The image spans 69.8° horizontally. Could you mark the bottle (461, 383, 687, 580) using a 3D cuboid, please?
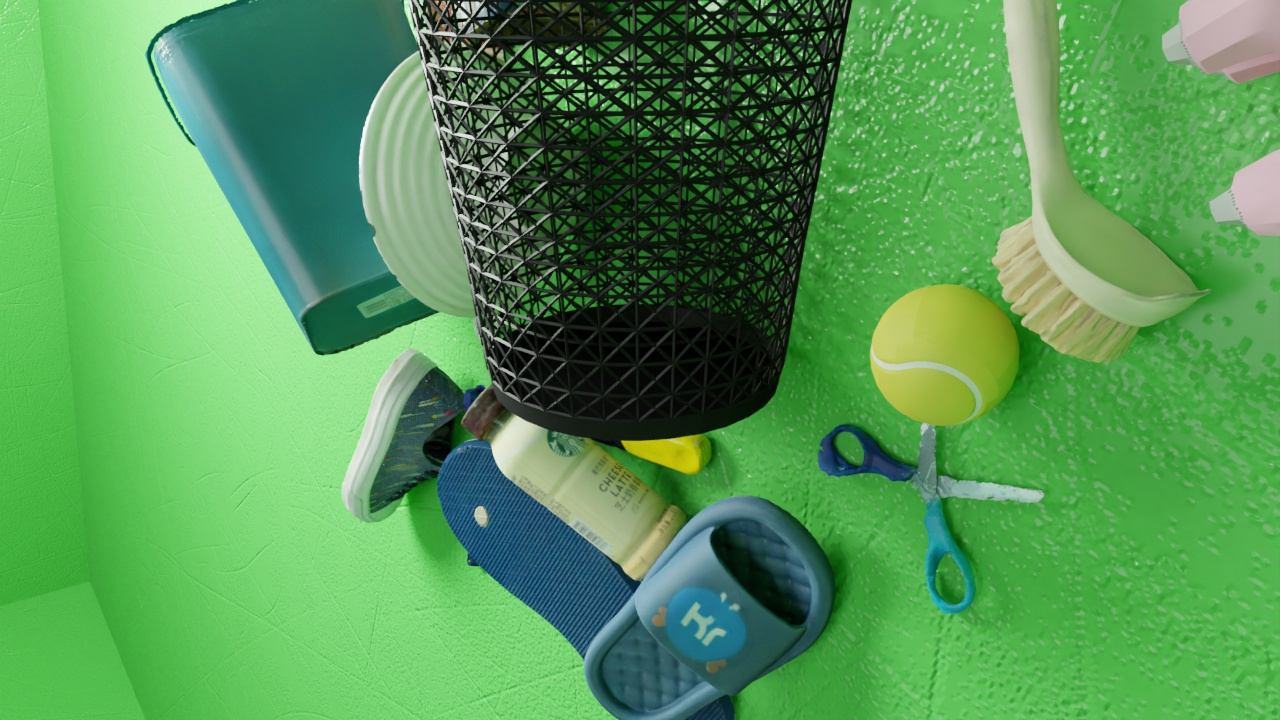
[{"bbox_3d":[-0.047,0.078,0.621,0.162,0.056,0.057,39,132,2],"label":"bottle"}]

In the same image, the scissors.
[{"bbox_3d":[0.144,0.067,0.477,0.133,0.014,0.127,13,109,49],"label":"scissors"}]

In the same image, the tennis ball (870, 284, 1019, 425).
[{"bbox_3d":[0.140,-0.002,0.424,0.065,0.065,0.065,16,111,47],"label":"tennis ball"}]

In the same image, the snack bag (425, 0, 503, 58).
[{"bbox_3d":[-0.132,-0.279,0.698,0.077,0.036,0.116,32,123,42],"label":"snack bag"}]

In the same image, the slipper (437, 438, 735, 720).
[{"bbox_3d":[-0.036,0.161,0.683,0.295,0.060,0.118,44,126,17],"label":"slipper"}]

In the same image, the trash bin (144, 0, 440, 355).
[{"bbox_3d":[-0.233,-0.141,0.722,0.218,0.196,0.199,64,163,6],"label":"trash bin"}]

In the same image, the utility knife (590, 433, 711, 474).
[{"bbox_3d":[-0.030,0.042,0.635,0.174,0.020,0.029,15,123,28],"label":"utility knife"}]

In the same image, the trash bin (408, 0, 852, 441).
[{"bbox_3d":[-0.004,-0.104,0.471,0.217,0.216,0.243,24,124,44],"label":"trash bin"}]

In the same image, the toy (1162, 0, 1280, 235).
[{"bbox_3d":[0.254,-0.090,0.269,0.158,0.067,0.123,-16,85,46],"label":"toy"}]

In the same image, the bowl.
[{"bbox_3d":[-0.084,-0.114,0.585,0.071,0.176,0.177,6,104,37],"label":"bowl"}]

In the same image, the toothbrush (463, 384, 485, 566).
[{"bbox_3d":[-0.150,0.107,0.824,0.016,0.017,0.190,36,129,45],"label":"toothbrush"}]

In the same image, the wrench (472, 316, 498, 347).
[{"bbox_3d":[-0.103,0.086,0.778,0.047,0.009,0.273,-15,88,50],"label":"wrench"}]

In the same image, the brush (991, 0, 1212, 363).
[{"bbox_3d":[0.165,-0.133,0.377,0.078,0.061,0.272,-15,84,46],"label":"brush"}]

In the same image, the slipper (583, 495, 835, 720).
[{"bbox_3d":[0.037,0.170,0.568,0.104,0.059,0.214,40,121,3],"label":"slipper"}]

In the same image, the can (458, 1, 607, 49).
[{"bbox_3d":[-0.072,-0.237,0.588,0.054,0.099,0.059,-11,92,47],"label":"can"}]

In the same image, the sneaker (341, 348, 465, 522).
[{"bbox_3d":[-0.220,0.091,0.870,0.079,0.087,0.236,31,133,3],"label":"sneaker"}]
